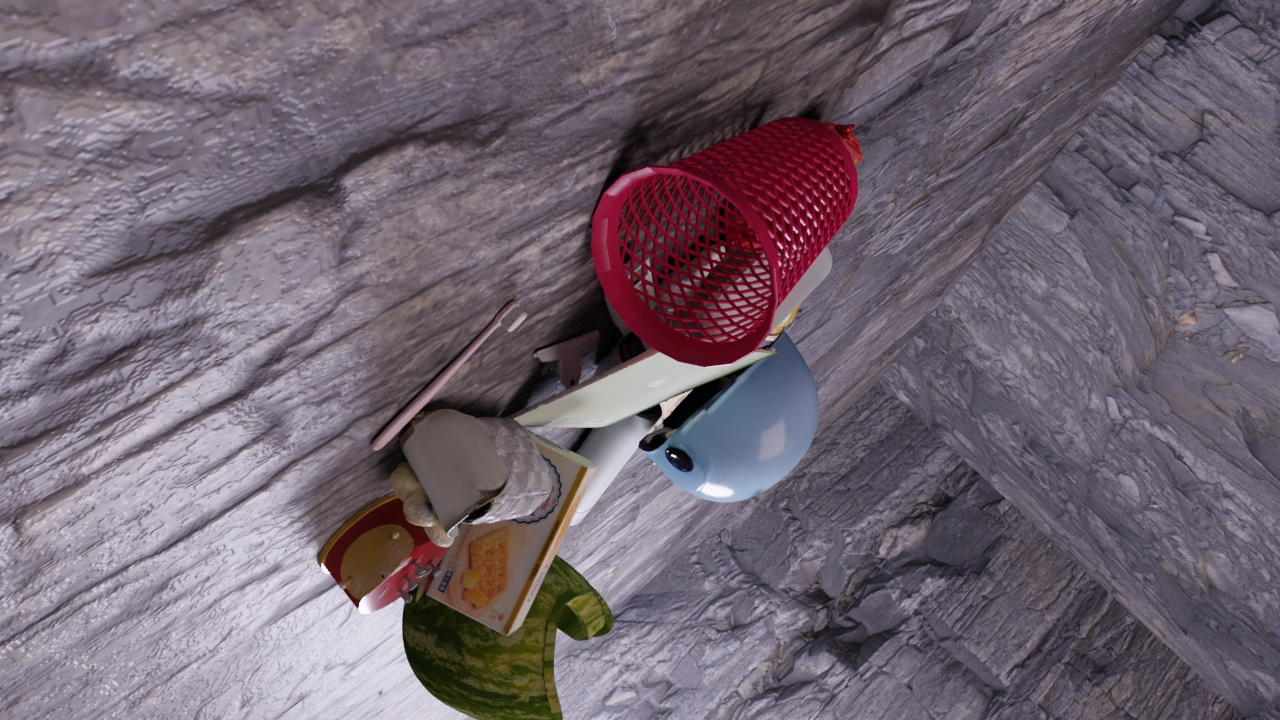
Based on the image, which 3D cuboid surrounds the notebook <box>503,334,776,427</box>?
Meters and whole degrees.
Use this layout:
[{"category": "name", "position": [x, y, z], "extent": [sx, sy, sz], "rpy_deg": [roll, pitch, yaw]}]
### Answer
[{"category": "notebook", "position": [-0.002, 0.030, 0.987], "extent": [0.253, 0.010, 0.181], "rpy_deg": [-25, 161, 34]}]

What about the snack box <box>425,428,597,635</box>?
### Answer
[{"category": "snack box", "position": [-0.140, 0.187, 1.017], "extent": [0.208, 0.104, 0.057], "rpy_deg": [-64, 173, 0]}]

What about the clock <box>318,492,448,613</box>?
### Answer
[{"category": "clock", "position": [-0.251, 0.206, 0.951], "extent": [0.117, 0.081, 0.159], "rpy_deg": [-44, 164, -3]}]

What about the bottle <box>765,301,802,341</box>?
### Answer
[{"category": "bottle", "position": [0.220, -0.092, 1.405], "extent": [0.053, 0.053, 0.186], "rpy_deg": [-37, 162, -24]}]

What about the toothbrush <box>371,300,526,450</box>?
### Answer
[{"category": "toothbrush", "position": [-0.169, 0.016, 0.804], "extent": [0.181, 0.018, 0.015], "rpy_deg": [-44, 163, 1]}]

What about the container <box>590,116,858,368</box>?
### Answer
[{"category": "container", "position": [0.096, -0.128, 0.842], "extent": [0.225, 0.183, 0.184], "rpy_deg": [-40, 165, -42]}]

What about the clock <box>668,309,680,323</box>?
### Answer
[{"category": "clock", "position": [0.038, -0.024, 1.127], "extent": [0.119, 0.057, 0.083], "rpy_deg": [-46, 164, 3]}]

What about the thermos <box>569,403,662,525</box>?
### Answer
[{"category": "thermos", "position": [-0.055, 0.135, 1.273], "extent": [0.067, 0.068, 0.231], "rpy_deg": [-19, 151, -55]}]

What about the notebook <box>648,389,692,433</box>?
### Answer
[{"category": "notebook", "position": [0.059, 0.034, 1.378], "extent": [0.225, 0.024, 0.167], "rpy_deg": [-41, 162, -11]}]

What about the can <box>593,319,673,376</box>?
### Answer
[{"category": "can", "position": [-0.006, 0.006, 1.058], "extent": [0.064, 0.064, 0.128], "rpy_deg": [-28, 169, -44]}]

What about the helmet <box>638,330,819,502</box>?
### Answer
[{"category": "helmet", "position": [0.130, 0.077, 1.150], "extent": [0.224, 0.167, 0.266], "rpy_deg": [-43, 175, -26]}]

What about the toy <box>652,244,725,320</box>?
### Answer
[{"category": "toy", "position": [0.044, -0.082, 1.037], "extent": [0.126, 0.037, 0.075], "rpy_deg": [-47, 173, 40]}]

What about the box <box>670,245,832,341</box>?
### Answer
[{"category": "box", "position": [0.123, -0.082, 1.097], "extent": [0.216, 0.110, 0.108], "rpy_deg": [-42, 122, -22]}]

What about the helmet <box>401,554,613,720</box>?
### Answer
[{"category": "helmet", "position": [-0.182, 0.334, 1.153], "extent": [0.212, 0.248, 0.243], "rpy_deg": [-60, 143, -43]}]

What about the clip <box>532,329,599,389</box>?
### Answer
[{"category": "clip", "position": [-0.083, 0.000, 0.969], "extent": [0.101, 0.038, 0.054], "rpy_deg": [-22, 128, -51]}]

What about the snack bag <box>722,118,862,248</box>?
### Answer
[{"category": "snack bag", "position": [0.167, -0.188, 1.007], "extent": [0.176, 0.082, 0.082], "rpy_deg": [-47, 163, 9]}]

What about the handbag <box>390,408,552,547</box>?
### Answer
[{"category": "handbag", "position": [-0.165, 0.116, 0.896], "extent": [0.123, 0.112, 0.171], "rpy_deg": [-38, 165, 12]}]

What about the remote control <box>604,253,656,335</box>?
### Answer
[{"category": "remote control", "position": [-0.013, -0.070, 0.952], "extent": [0.049, 0.024, 0.143], "rpy_deg": [-42, 165, -8]}]
